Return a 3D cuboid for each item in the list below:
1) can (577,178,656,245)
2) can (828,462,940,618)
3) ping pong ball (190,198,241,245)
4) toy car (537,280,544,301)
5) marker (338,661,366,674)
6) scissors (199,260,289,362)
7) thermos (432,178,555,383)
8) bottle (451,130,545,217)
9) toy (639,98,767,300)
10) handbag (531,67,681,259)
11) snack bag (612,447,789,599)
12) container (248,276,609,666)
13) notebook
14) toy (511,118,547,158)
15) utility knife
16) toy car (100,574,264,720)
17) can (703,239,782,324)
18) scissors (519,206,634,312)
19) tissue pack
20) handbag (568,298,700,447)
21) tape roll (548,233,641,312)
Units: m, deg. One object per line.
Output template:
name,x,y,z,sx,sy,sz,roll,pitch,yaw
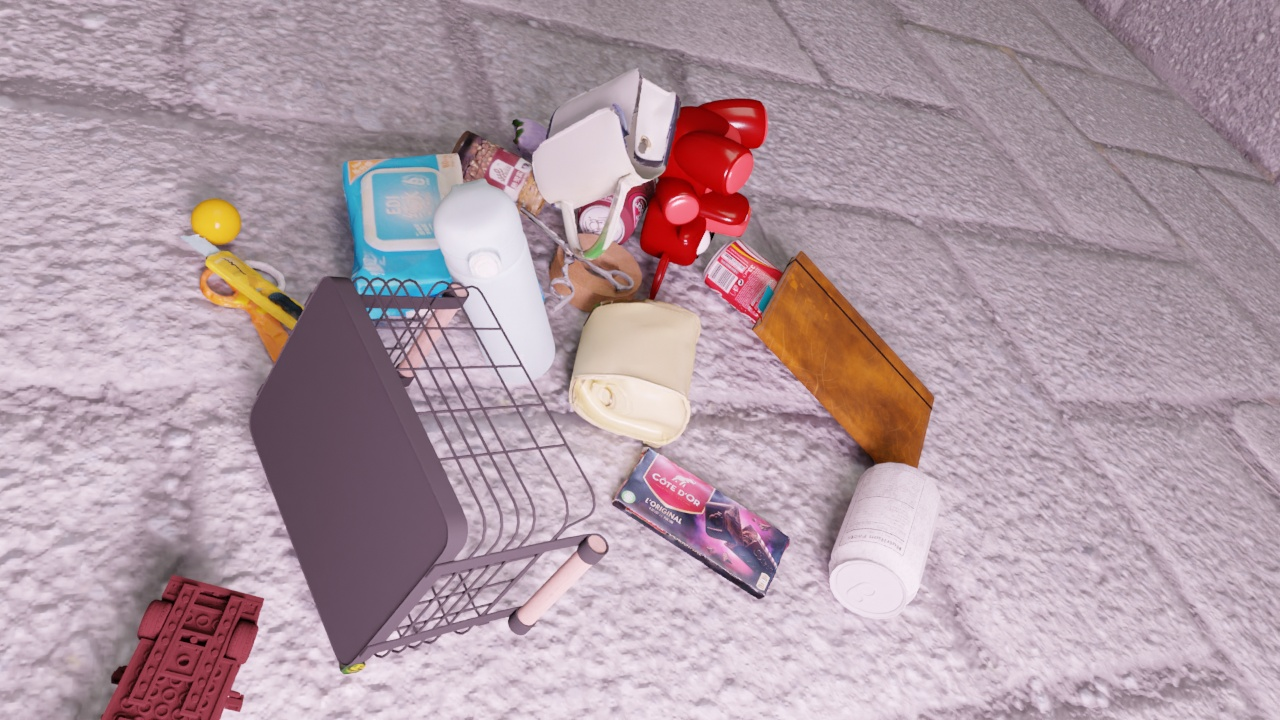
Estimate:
can,-0.026,-0.178,1.030,0.063,0.063,0.113,28,42,-2
can,0.221,0.160,0.828,0.078,0.078,0.135,34,42,4
ping pong ball,-0.368,-0.120,0.797,0.040,0.040,0.040,16,43,-16
toy car,-0.130,-0.085,0.891,0.105,0.048,0.032,46,44,18
marker,-0.211,0.148,0.642,0.017,0.017,0.146,0,50,-29
scissors,-0.312,-0.040,0.773,0.073,0.013,0.131,-26,64,-43
thermos,-0.116,-0.059,0.752,0.065,0.207,0.077,-11,58,-3
bottle,-0.149,-0.198,0.985,0.105,0.056,0.056,26,42,-4
toy,0.060,-0.172,0.971,0.120,0.198,0.158,19,42,1
handbag,-0.045,-0.186,0.907,0.074,0.152,0.175,19,74,-37
snack bag,0.054,0.141,0.799,0.155,0.018,0.074,32,42,4
container,-0.150,0.068,0.628,0.130,0.163,0.241,-2,51,-47
notebook,0.220,-0.004,0.978,0.249,0.014,0.177,46,41,-10
toy,-0.106,-0.255,1.083,0.099,0.037,0.080,15,33,-23
utility knife,-0.313,-0.053,0.766,0.175,0.017,0.030,34,30,6
toy car,-0.270,0.211,0.512,0.070,0.062,0.169,19,43,-13
can,0.127,-0.082,1.022,0.105,0.064,0.064,41,43,12
scissors,-0.073,-0.100,0.918,0.141,0.014,0.171,30,37,-4
tissue pack,-0.215,-0.123,0.856,0.117,0.066,0.209,-6,50,-14
handbag,-0.005,0.005,0.856,0.111,0.081,0.119,15,45,-5
tape roll,-0.047,-0.091,0.959,0.094,0.027,0.093,16,43,-16
